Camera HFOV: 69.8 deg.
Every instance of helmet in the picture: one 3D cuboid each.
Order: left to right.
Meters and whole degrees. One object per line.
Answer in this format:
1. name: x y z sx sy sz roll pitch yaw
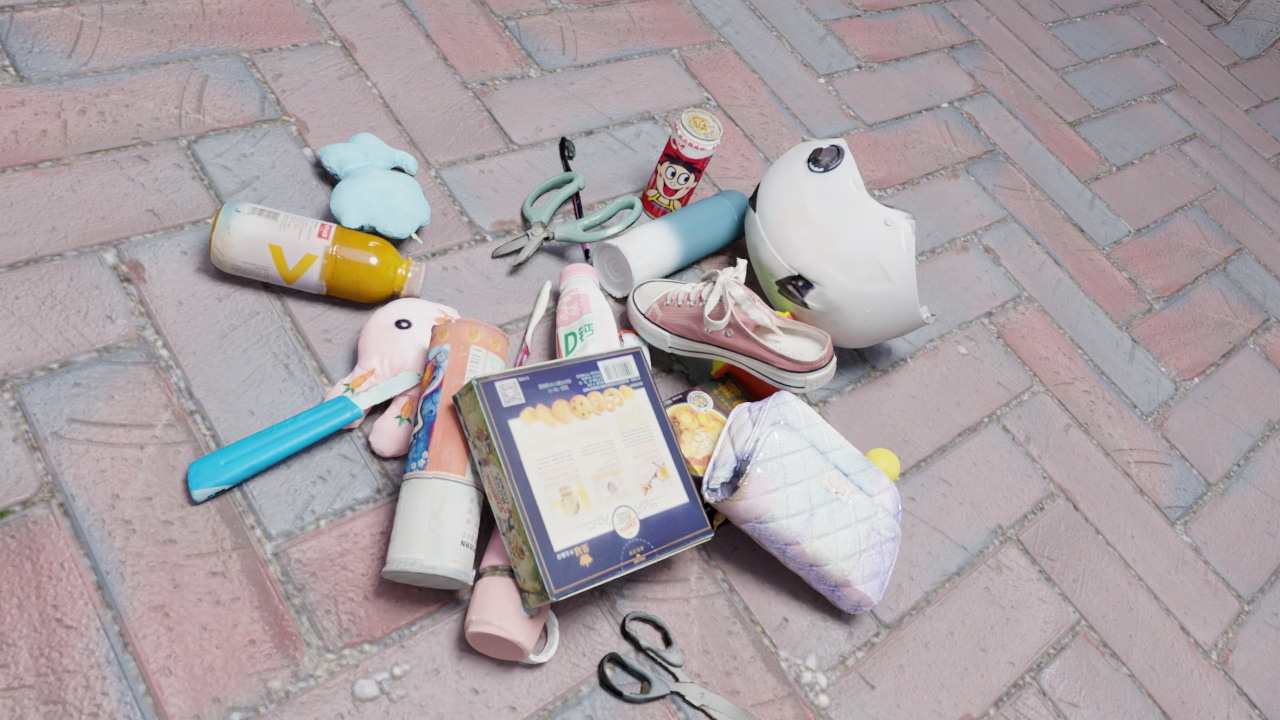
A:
1. helmet: 0.197 -0.116 1.011 0.146 0.229 0.258 -33 55 2

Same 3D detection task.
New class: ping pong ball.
1. ping pong ball: 0.249 0.111 0.954 0.040 0.040 0.040 11 52 -15

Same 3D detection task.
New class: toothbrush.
1. toothbrush: -0.110 -0.011 0.909 0.017 0.016 0.187 25 49 -15
2. toothbrush: -0.072 -0.190 1.059 0.017 0.014 0.189 9 52 -32

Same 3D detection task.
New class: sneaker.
1. sneaker: 0.081 -0.048 0.887 0.241 0.088 0.118 24 49 38

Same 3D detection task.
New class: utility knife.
1. utility knife: -0.274 0.055 0.761 0.204 0.018 0.034 -28 67 -22

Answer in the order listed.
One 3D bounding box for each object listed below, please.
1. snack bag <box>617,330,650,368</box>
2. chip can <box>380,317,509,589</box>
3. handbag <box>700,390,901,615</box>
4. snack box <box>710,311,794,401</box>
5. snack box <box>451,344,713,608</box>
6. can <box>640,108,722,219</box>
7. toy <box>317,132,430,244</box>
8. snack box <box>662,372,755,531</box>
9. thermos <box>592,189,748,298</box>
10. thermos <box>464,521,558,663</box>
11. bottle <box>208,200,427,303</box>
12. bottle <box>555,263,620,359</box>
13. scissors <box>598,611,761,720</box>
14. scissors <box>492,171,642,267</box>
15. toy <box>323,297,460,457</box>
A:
1. snack bag: -0.006 0.005 0.933 0.048 0.026 0.104 1 55 -19
2. chip can: -0.156 0.074 0.756 0.071 0.071 0.214 12 66 -15
3. handbag: 0.153 0.126 0.840 0.194 0.076 0.133 39 56 -18
4. snack box: 0.134 0.004 0.961 0.091 0.082 0.080 -35 84 -36
5. snack box: -0.043 0.088 0.754 0.177 0.046 0.182 -11 76 -42
6. can: 0.046 -0.222 1.054 0.053 0.133 0.053 12 52 -15
7. toy: -0.268 -0.175 0.939 0.156 0.050 0.161 35 36 10
8. snack box: 0.077 0.086 0.898 0.113 0.053 0.125 -23 61 -34
9. thermos: 0.044 -0.138 1.039 0.219 0.070 0.070 -29 71 -37
10. thermos: -0.084 0.153 0.771 0.087 0.067 0.198 41 43 -29
11. bottle: -0.297 -0.095 0.857 0.189 0.068 0.067 13 51 -14
12. bottle: -0.051 -0.010 0.898 0.068 0.068 0.196 5 53 -20
13. scissors: 0.042 0.282 0.761 0.150 0.014 0.170 -11 63 -31
14. scissors: -0.093 -0.160 1.003 0.174 0.019 0.176 -23 45 -10
15. toy: -0.207 0.011 0.829 0.121 0.054 0.159 32 57 -2
